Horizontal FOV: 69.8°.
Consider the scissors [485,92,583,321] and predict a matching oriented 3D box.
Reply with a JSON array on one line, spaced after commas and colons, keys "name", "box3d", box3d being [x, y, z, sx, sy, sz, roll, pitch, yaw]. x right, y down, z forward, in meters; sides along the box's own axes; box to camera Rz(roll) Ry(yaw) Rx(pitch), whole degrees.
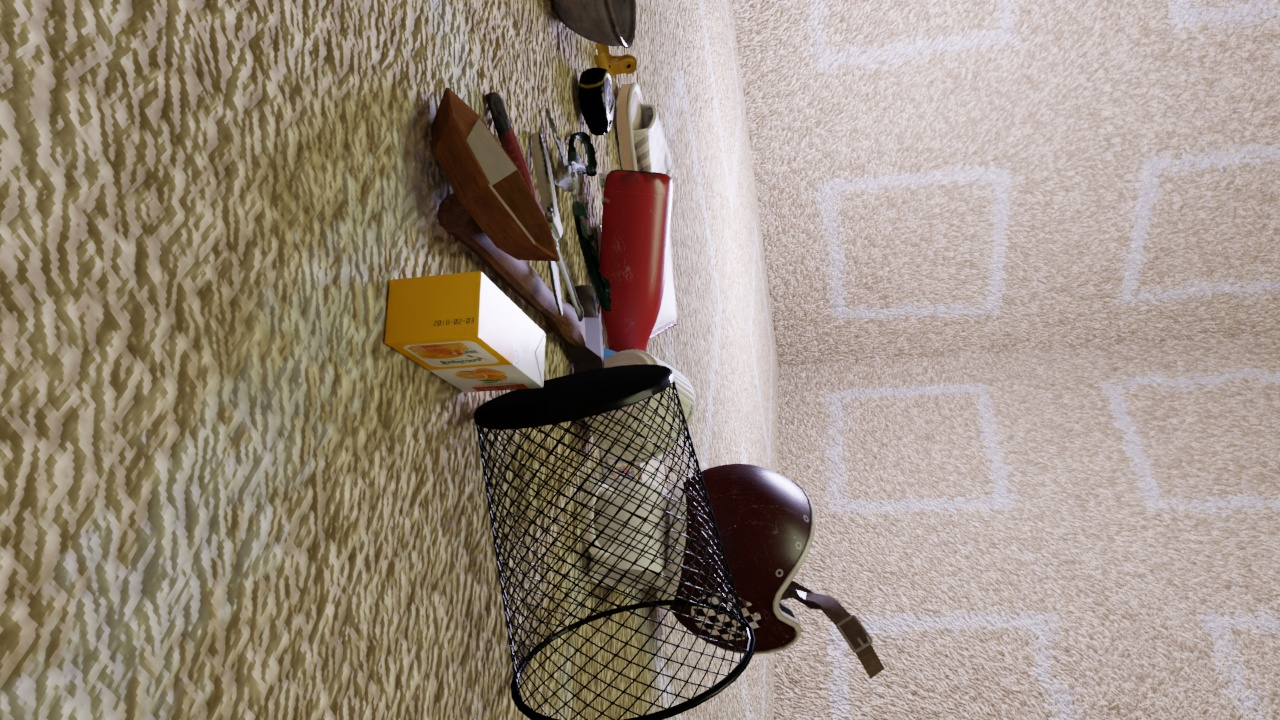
[{"name": "scissors", "box3d": [-0.084, -0.135, 0.765, 0.179, 0.015, 0.199, -90, 159, -57]}]

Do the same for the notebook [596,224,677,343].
[{"name": "notebook", "box3d": [0.001, -0.098, 1.124, 0.208, 0.012, 0.153, -29, 116, -64]}]

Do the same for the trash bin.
[{"name": "trash bin", "box3d": [-0.026, 0.122, 0.668, 0.183, 0.184, 0.210, -44, 124, -74]}]

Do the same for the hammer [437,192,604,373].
[{"name": "hammer", "box3d": [-0.086, -0.054, 0.762, 0.323, 0.033, 0.115, 49, 35, -69]}]

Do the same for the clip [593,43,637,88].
[{"name": "clip", "box3d": [-0.031, -0.345, 1.078, 0.046, 0.048, 0.054, -43, 146, -18]}]

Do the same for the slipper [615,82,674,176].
[{"name": "slipper", "box3d": [0.015, -0.237, 1.232, 0.114, 0.054, 0.273, -70, 154, -50]}]

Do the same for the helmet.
[{"name": "helmet", "box3d": [0.137, 0.260, 1.173, 0.253, 0.234, 0.232, 58, 19, -25]}]

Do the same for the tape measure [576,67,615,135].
[{"name": "tape measure", "box3d": [-0.049, -0.283, 0.989, 0.061, 0.034, 0.061, 75, 15, -49]}]

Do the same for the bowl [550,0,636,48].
[{"name": "bowl", "box3d": [-0.053, -0.386, 0.923, 0.144, 0.067, 0.145, -3, 89, -77]}]

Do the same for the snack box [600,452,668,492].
[{"name": "snack box", "box3d": [-0.003, 0.138, 1.054, 0.143, 0.041, 0.147, -50, 135, -72]}]

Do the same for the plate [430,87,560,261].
[{"name": "plate", "box3d": [-0.102, -0.119, 0.624, 0.131, 0.025, 0.131, 57, 8, -14]}]

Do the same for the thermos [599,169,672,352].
[{"name": "thermos", "box3d": [-0.009, -0.084, 0.997, 0.073, 0.073, 0.240, -47, 142, -73]}]

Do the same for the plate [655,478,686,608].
[{"name": "plate", "box3d": [0.026, 0.190, 0.956, 0.134, 0.011, 0.134, -173, -89, -81]}]

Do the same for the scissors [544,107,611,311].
[{"name": "scissors", "box3d": [-0.055, -0.162, 0.920, 0.204, 0.015, 0.202, -77, 153, -63]}]

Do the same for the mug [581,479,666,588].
[{"name": "mug", "box3d": [-0.022, 0.168, 0.911, 0.110, 0.074, 0.090, 38, 46, -46]}]

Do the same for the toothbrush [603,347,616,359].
[{"name": "toothbrush", "box3d": [-0.006, 0.006, 0.979, 0.166, 0.014, 0.016, 19, 96, -48]}]

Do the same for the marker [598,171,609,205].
[{"name": "marker", "box3d": [-0.027, -0.138, 1.027, 0.017, 0.017, 0.145, -63, 144, -67]}]

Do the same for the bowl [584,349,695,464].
[{"name": "bowl", "box3d": [-0.010, 0.039, 0.915, 0.062, 0.115, 0.115, 50, 35, -45]}]

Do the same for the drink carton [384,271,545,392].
[{"name": "drink carton", "box3d": [-0.107, -0.014, 0.589, 0.122, 0.058, 0.040, 51, 37, -69]}]
